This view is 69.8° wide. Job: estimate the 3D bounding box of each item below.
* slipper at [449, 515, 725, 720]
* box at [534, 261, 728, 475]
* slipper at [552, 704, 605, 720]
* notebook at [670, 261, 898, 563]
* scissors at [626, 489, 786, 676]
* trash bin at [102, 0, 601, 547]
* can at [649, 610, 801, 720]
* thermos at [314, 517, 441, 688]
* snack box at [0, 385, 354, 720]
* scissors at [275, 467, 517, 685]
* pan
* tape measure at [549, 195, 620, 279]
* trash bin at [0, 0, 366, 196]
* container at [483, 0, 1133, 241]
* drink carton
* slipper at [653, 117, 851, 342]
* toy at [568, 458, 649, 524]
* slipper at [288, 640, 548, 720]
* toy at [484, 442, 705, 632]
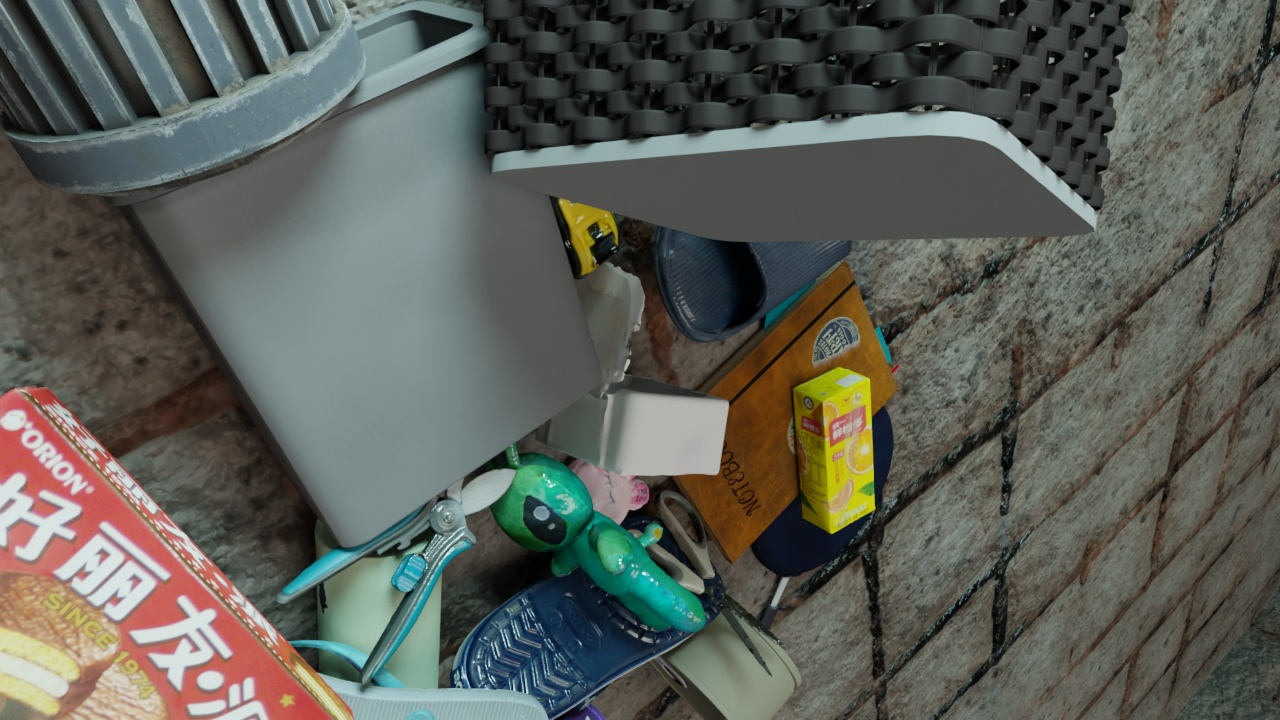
[{"bbox_3d":[-0.043,0.199,0.698,0.252,0.105,0.095,-16,156,-46],"label":"slipper"},{"bbox_3d":[-0.012,0.000,0.617,0.128,0.109,0.137,7,92,-40],"label":"box"},{"bbox_3d":[-0.072,0.304,0.638,0.084,0.107,0.266,-39,167,20],"label":"slipper"},{"bbox_3d":[0.127,0.034,0.796,0.248,0.014,0.178,-43,125,-16],"label":"notebook"},{"bbox_3d":[0.044,0.169,0.711,0.162,0.158,0.013,16,133,-36],"label":"scissors"},{"bbox_3d":[-0.136,-0.044,0.484,0.191,0.098,0.220,-34,131,-23],"label":"trash bin"},{"bbox_3d":[0.069,0.264,0.799,0.073,0.128,0.128,-43,133,-19],"label":"can"},{"bbox_3d":[-0.166,0.203,0.597,0.082,0.082,0.232,-11,118,-37],"label":"thermos"},{"bbox_3d":[-0.251,0.136,0.431,0.113,0.060,0.236,-41,105,-18],"label":"snack box"},{"bbox_3d":[-0.134,0.109,0.514,0.124,0.019,0.156,13,77,-29],"label":"scissors"},{"bbox_3d":[0.157,0.197,0.918,0.198,0.021,0.357,11,104,-44],"label":"pan"},{"bbox_3d":[-0.045,-0.086,0.558,0.042,0.071,0.072,-43,126,-19],"label":"tape measure"},{"bbox_3d":[-0.200,-0.186,0.313,0.164,0.164,0.228,-34,134,-24],"label":"trash bin"},{"bbox_3d":[0.084,-0.193,0.421,0.245,0.248,0.243,3,91,-54],"label":"container"},{"bbox_3d":[0.171,0.079,0.805,0.058,0.043,0.135,-21,117,-27],"label":"drink carton"},{"bbox_3d":[0.108,-0.108,0.631,0.262,0.083,0.101,-41,106,-38],"label":"slipper"},{"bbox_3d":[-0.027,0.099,0.688,0.109,0.047,0.063,-27,121,-45],"label":"toy"},{"bbox_3d":[-0.185,0.212,0.523,0.268,0.055,0.098,15,91,-18],"label":"slipper"},{"bbox_3d":[-0.036,0.110,0.606,0.193,0.131,0.072,43,63,-11],"label":"toy"}]
